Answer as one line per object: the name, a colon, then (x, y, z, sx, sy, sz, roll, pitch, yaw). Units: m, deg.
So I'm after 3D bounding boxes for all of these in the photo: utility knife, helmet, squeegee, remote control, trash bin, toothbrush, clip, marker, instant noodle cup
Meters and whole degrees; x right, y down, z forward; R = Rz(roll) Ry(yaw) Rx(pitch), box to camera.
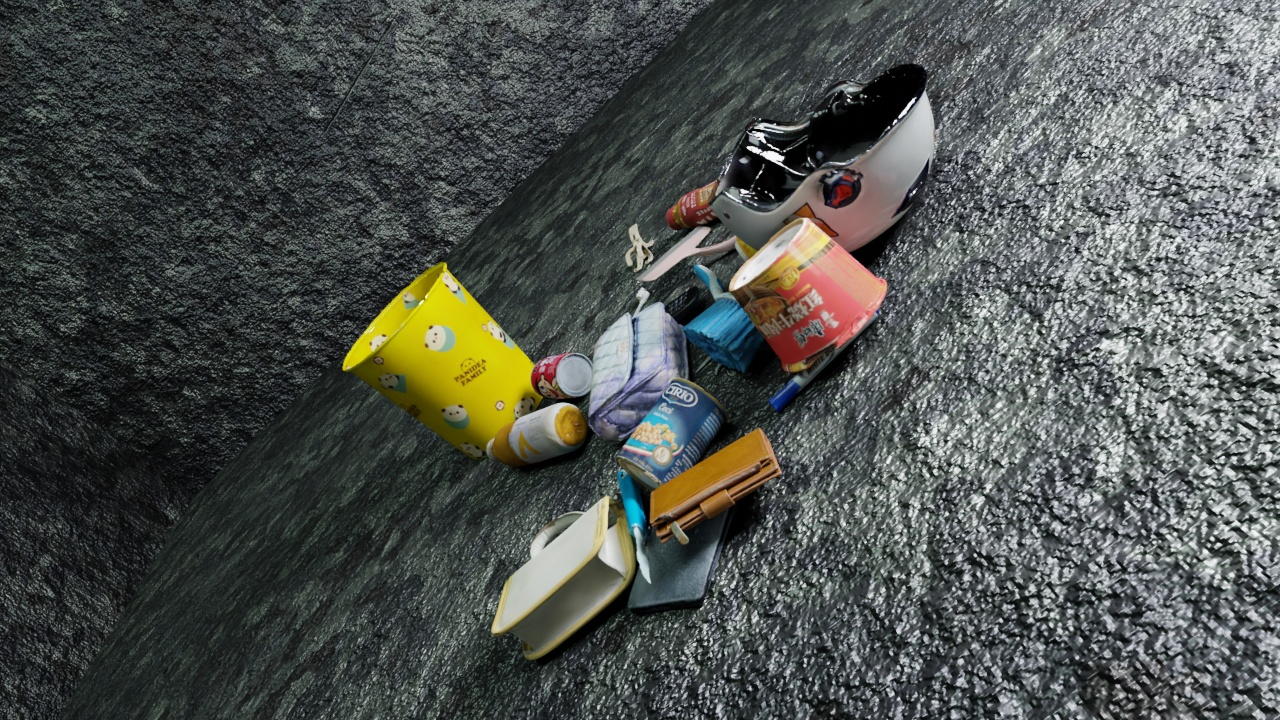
utility knife: (-0.004, 0.165, 0.926, 0.018, 0.034, 0.238, -30, 14, 3)
helmet: (0.221, -0.205, 1.053, 0.275, 0.157, 0.229, -19, 31, 29)
squeegee: (0.146, -0.186, 1.312, 0.250, 0.040, 0.246, -22, 14, 34)
remote control: (0.036, -0.056, 1.300, 0.137, 0.024, 0.053, -35, 25, 27)
trash bin: (-0.302, 0.010, 1.478, 0.230, 0.255, 0.229, -38, 22, 19)
toothbrush: (-0.020, -0.050, 1.399, 0.016, 0.016, 0.179, -28, 28, 42)
clip: (-0.001, -0.192, 1.585, 0.035, 0.071, 0.099, -36, 30, 26)
marker: (0.188, -0.002, 0.941, 0.146, 0.017, 0.017, -44, 22, 3)
instant noodle cup: (0.166, -0.073, 0.948, 0.138, 0.108, 0.137, -43, 9, 9)

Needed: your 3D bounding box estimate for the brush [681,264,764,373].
brush: (0.094, -0.064, 1.150, 0.109, 0.060, 0.314, -45, 20, -5)

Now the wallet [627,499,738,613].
wallet: (0.040, 0.185, 0.878, 0.097, 0.019, 0.120, -23, 33, 43)

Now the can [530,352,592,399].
can: (-0.119, 0.025, 1.377, 0.094, 0.066, 0.066, -7, 43, 57)

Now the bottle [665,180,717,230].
bottle: (0.111, -0.252, 1.464, 0.175, 0.057, 0.057, -18, 34, 49)

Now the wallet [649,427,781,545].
wallet: (0.068, 0.119, 0.873, 0.131, 0.035, 0.119, -31, 13, 8)

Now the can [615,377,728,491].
can: (0.033, 0.085, 0.987, 0.111, 0.075, 0.075, -53, 23, -16)

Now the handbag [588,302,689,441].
handbag: (-0.007, 0.007, 1.197, 0.134, 0.075, 0.193, -38, 22, 18)

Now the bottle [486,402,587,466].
bottle: (-0.151, 0.109, 1.284, 0.190, 0.068, 0.067, -21, 32, 46)

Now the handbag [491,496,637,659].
handbag: (-0.075, 0.215, 0.977, 0.163, 0.063, 0.178, -41, 17, 14)

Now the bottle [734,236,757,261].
bottle: (0.177, -0.168, 1.190, 0.108, 0.063, 0.063, -39, 23, 16)

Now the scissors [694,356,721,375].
scissors: (0.126, -0.053, 1.151, 0.163, 0.012, 0.164, -39, 24, 19)
